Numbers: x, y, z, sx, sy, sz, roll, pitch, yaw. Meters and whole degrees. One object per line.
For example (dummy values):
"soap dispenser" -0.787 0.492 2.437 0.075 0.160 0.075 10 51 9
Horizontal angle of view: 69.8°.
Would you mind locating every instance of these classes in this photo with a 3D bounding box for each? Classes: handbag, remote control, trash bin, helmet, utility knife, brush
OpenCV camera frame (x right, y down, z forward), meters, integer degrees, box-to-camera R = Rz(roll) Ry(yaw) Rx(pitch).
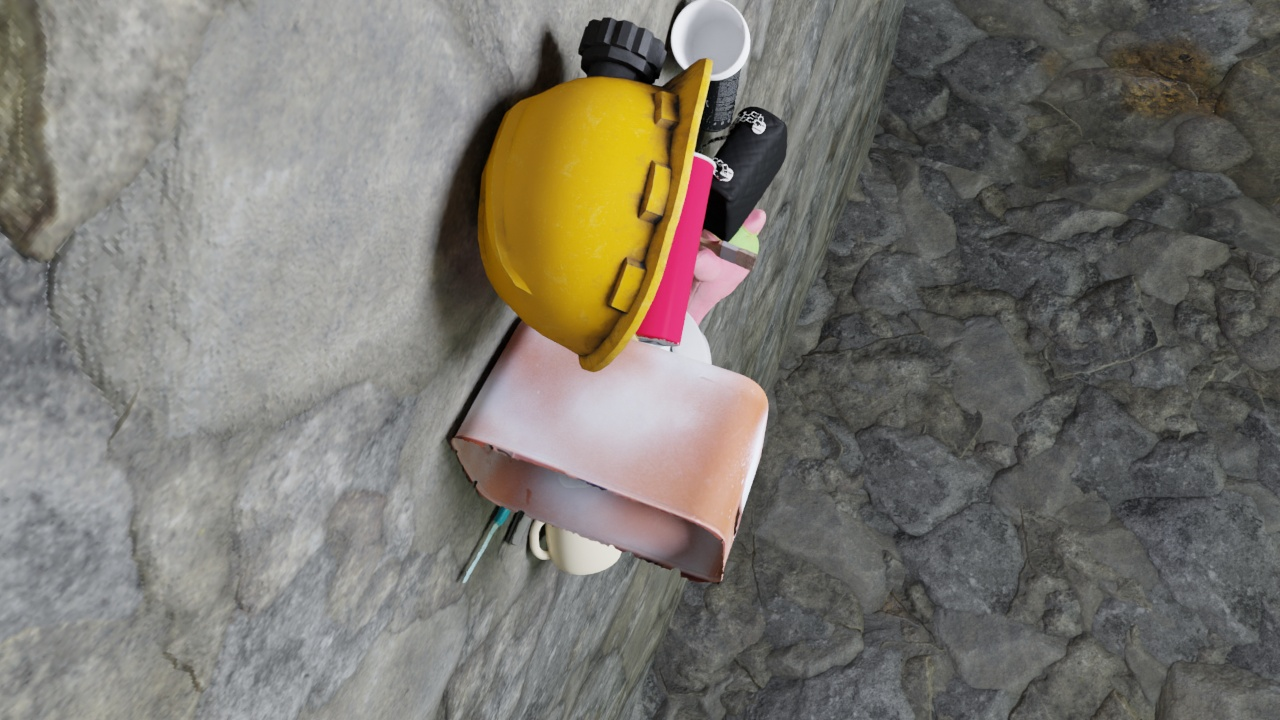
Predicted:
"handbag" 0.111 -0.253 1.179 0.153 0.115 0.125 -53 170 -12
"remote control" -0.123 0.152 1.075 0.136 0.013 0.033 -65 164 -11
"trash bin" -0.018 0.080 0.867 0.182 0.260 0.157 82 29 -61
"helmet" -0.053 -0.130 0.696 0.205 0.131 0.255 175 -68 -71
"utility knife" -0.147 0.163 0.992 0.022 0.015 0.176 89 24 -55
"brush" 0.076 -0.148 1.136 0.045 0.143 0.008 90 25 -75

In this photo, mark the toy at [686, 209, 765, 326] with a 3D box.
"toy" 0.112 -0.138 1.419 0.237 0.097 0.192 -58 171 10

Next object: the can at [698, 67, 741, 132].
"can" 0.094 -0.346 1.111 0.138 0.054 0.053 97 19 -43

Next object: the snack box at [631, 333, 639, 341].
"snack box" -0.017 0.013 1.013 0.057 0.056 0.207 -35 135 -5

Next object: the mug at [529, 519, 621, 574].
"mug" -0.083 0.204 1.154 0.120 0.096 0.100 -14 123 -21

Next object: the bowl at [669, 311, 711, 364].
"bowl" 0.052 0.005 1.238 0.177 0.066 0.176 176 -89 -75

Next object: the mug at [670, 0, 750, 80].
"mug" 0.077 -0.364 1.004 0.087 0.081 0.114 -44 121 -73

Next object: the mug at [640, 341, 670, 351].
"mug" -0.007 0.007 1.170 0.082 0.082 0.105 -52 156 -51

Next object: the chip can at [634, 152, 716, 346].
"chip can" 0.034 -0.130 1.078 0.069 0.069 0.220 37 63 -75
